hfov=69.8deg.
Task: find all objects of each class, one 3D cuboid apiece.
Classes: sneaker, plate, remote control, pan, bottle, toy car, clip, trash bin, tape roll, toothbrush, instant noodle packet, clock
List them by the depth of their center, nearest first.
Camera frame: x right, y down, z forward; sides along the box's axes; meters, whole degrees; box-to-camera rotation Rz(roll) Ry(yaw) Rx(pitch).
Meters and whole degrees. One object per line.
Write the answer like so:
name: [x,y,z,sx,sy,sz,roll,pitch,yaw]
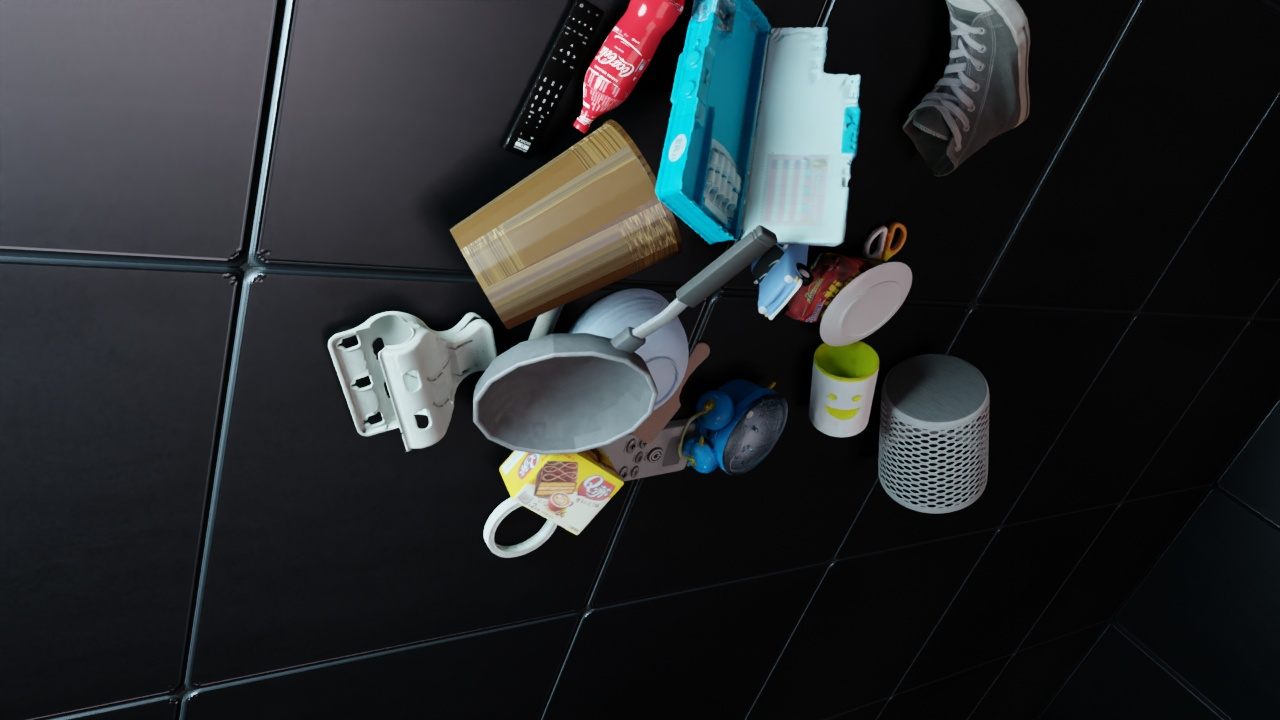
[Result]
remote control: [-0.075,-0.238,0.780,0.030,0.009,0.140,14,114,-43]
bottle: [-0.015,-0.259,0.785,0.042,0.042,0.142,21,109,-45]
pan: [-0.015,-0.016,0.841,0.178,0.041,0.358,22,134,-37]
clip: [-0.196,0.016,0.845,0.151,0.104,0.127,-15,134,-14]
toothbrush: [-0.078,-0.074,0.904,0.186,0.022,0.024,-66,169,21]
toy car: [0.148,-0.104,0.971,0.055,0.153,0.056,31,125,-9]
sneaker: [0.340,-0.307,0.981,0.120,0.095,0.235,-40,145,-3]
tape roll: [-0.139,0.192,1.076,0.092,0.013,0.093,-20,133,-24]
remote control: [0.001,0.112,1.112,0.150,0.019,0.074,-6,126,-33]
instant noodle packet: [0.244,-0.084,1.116,0.135,0.039,0.099,2,135,-39]
plate: [0.279,-0.064,1.122,0.134,0.011,0.135,-22,144,-17]
clock: [0.111,0.081,1.125,0.161,0.060,0.117,-10,127,-42]
trash bin: [0.422,0.102,1.323,0.156,0.156,0.183,-29,133,-15]

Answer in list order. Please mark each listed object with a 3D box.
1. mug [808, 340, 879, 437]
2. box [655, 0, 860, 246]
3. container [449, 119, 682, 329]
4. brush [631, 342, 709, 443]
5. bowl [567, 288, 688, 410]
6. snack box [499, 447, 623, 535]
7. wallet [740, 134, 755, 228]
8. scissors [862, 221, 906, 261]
mug: [0.265,0.036,1.203,0.082,0.082,0.106,-23,135,-21]
box: [0.100,-0.210,0.798,0.171,0.084,0.226,16,71,-17]
container: [-0.068,-0.111,0.806,0.167,0.132,0.132,-30,136,-5]
brush: [0.033,0.033,1.074,0.050,0.015,0.135,39,89,-28]
bowl: [-0.006,0.006,0.980,0.150,0.075,0.151,-20,132,-24]
snack box: [-0.087,0.128,1.015,0.084,0.061,0.105,-49,126,7]
wallet: [0.128,-0.187,0.944,0.131,0.054,0.100,-6,117,-32]
scissors: [0.297,-0.115,1.156,0.065,0.013,0.129,-12,131,-25]
